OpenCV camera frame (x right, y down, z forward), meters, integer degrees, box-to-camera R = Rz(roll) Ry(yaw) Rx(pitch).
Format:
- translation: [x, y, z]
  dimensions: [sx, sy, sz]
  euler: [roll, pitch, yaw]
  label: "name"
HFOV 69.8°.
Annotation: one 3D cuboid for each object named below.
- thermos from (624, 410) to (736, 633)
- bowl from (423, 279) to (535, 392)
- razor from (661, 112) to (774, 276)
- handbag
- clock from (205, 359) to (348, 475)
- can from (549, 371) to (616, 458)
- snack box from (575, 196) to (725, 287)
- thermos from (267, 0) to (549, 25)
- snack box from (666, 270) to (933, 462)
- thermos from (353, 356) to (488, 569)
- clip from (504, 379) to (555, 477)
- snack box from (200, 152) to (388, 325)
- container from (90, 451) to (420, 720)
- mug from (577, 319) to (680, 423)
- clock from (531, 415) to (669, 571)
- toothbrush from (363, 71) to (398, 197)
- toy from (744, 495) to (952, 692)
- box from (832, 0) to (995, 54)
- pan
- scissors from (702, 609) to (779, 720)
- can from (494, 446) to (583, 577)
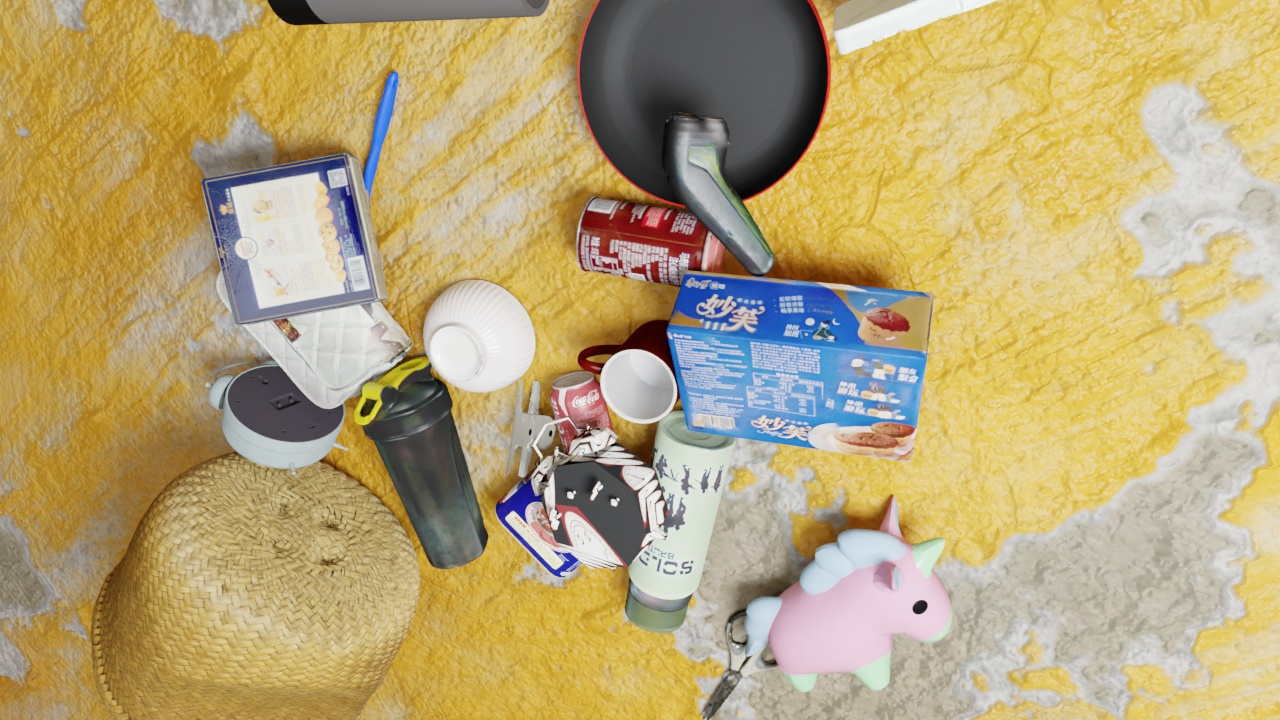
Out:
- translation: [0.032, 0.166, 0.922]
  dimensions: [0.082, 0.082, 0.232]
  euler: [16, 116, 12]
  label: "thermos"
- translation: [-0.171, -0.017, 0.922]
  dimensions: [0.118, 0.062, 0.118]
  euler: [7, 113, 16]
  label: "bowl"
- translation: [0.068, -0.136, 0.745]
  dimensions: [0.067, 0.053, 0.151]
  euler: [-35, 107, 12]
  label: "razor"
- translation: [-0.345, -0.049, 0.963]
  dimensions: [0.139, 0.072, 0.195]
  euler: [-38, 96, 25]
  label: "handbag"
- translation: [-0.397, 0.053, 0.999]
  dimensions: [0.159, 0.122, 0.045]
  euler: [38, 123, 17]
  label: "clock"
- translation: [-0.057, 0.064, 0.920]
  dimensions: [0.054, 0.053, 0.096]
  euler: [-6, 109, 21]
  label: "can"
- translation: [0.011, -0.104, 0.819]
  dimensions: [0.121, 0.072, 0.072]
  euler: [11, 114, 16]
  label: "snack box"
- translation: [-0.202, -0.336, 0.790]
  dimensions: [0.241, 0.082, 0.082]
  euler: [5, 113, 17]
  label: "thermos"
- translation: [0.136, 0.007, 0.784]
  dimensions: [0.203, 0.069, 0.155]
  euler: [7, 144, 17]
  label: "snack box"
- translation: [-0.228, 0.114, 0.980]
  dimensions: [0.098, 0.097, 0.221]
  euler: [-5, 114, 21]
  label: "thermos"
- translation: [-0.117, 0.069, 0.919]
  dimensions: [0.050, 0.058, 0.102]
  euler: [8, 87, -24]
  label: "clip"
- translation: [-0.333, -0.116, 0.892]
  dimensions: [0.145, 0.042, 0.144]
  euler: [-10, 97, 0]
  label: "snack box"
- translation: [-0.395, 0.239, 0.977]
  dimensions: [0.307, 0.306, 0.197]
  euler: [36, 110, 2]
  label: "container"
- translation: [-0.005, 0.005, 0.861]
  dimensions: [0.106, 0.082, 0.073]
  euler: [15, 115, 13]
  label: "mug"
- translation: [-0.050, 0.125, 0.866]
  dimensions: [0.115, 0.064, 0.154]
  euler: [-38, 87, 34]
  label: "clock"
- translation: [-0.267, -0.199, 0.906]
  dimensions: [0.018, 0.016, 0.183]
  euler: [30, 118, 11]
  label: "toothbrush"
- translation: [0.190, 0.234, 0.879]
  dimensions: [0.223, 0.119, 0.171]
  euler: [-12, 117, 22]
  label: "toy"
- translation: [0.234, -0.268, 0.636]
  dimensions: [0.197, 0.134, 0.041]
  euler: [-13, 117, 23]
  label: "box"
- translation: [0.038, -0.300, 0.729]
  dimensions: [0.209, 0.067, 0.356]
  euler: [-3, 110, 20]
  label: "pan"
- translation: [0.097, 0.332, 1.001]
  dimensions: [0.171, 0.012, 0.121]
  euler: [-33, 95, 29]
  label: "scissors"
- translation: [-0.085, 0.163, 0.970]
  dimensions: [0.116, 0.056, 0.092]
  euler: [46, 119, -3]
  label: "can"
